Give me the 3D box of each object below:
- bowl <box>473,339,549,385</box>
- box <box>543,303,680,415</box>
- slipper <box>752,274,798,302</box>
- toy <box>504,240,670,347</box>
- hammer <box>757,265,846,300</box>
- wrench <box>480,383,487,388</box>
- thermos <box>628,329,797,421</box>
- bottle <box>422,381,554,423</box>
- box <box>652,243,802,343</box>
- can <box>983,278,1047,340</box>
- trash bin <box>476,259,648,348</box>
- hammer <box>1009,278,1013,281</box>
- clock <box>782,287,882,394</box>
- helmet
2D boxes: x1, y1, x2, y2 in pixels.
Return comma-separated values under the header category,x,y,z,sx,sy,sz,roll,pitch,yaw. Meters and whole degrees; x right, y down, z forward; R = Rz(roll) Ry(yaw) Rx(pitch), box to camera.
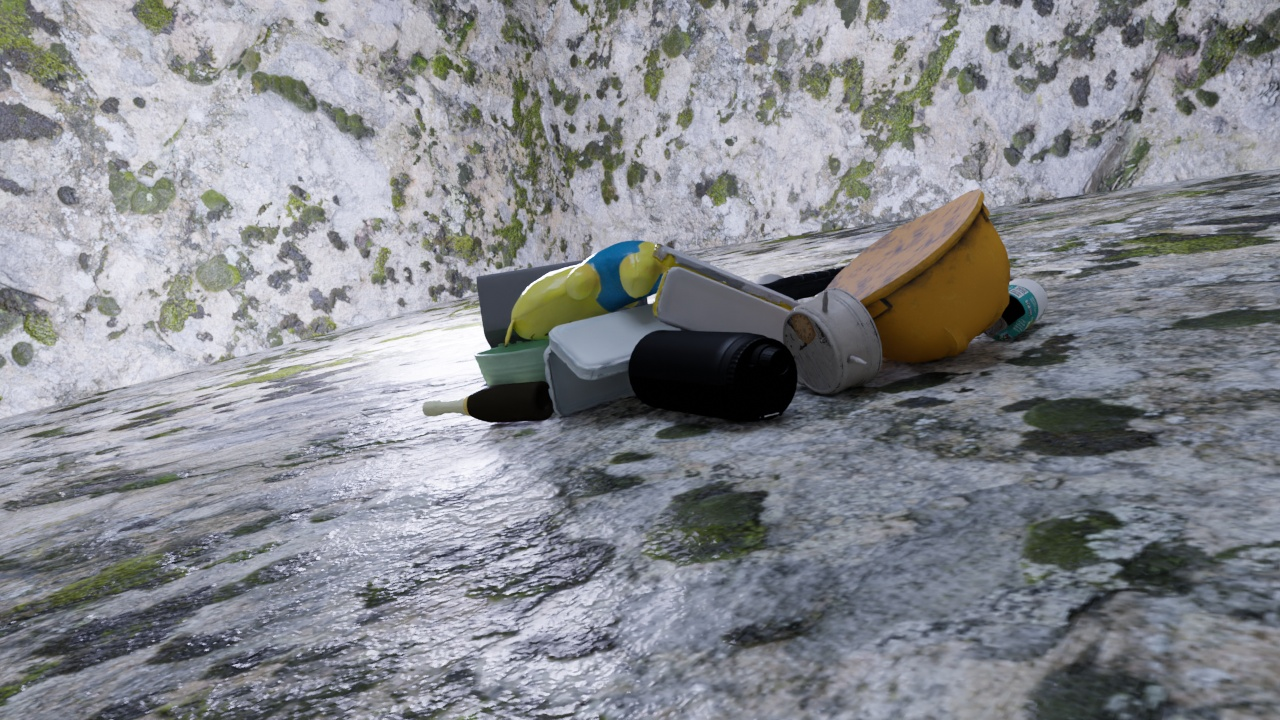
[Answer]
category,x,y,z,sx,sy,sz,roll,pitch,yaw
bowl,-0.130,0.014,1.159,0.151,0.077,0.151,-8,6,1
box,-0.006,0.008,1.071,0.214,0.127,0.106,-14,42,-29
slipper,0.196,-0.097,1.437,0.113,0.081,0.265,-5,11,17
toy,-0.061,-0.083,1.107,0.214,0.084,0.148,-20,-9,24
hammer,0.188,-0.096,1.291,0.332,0.118,0.025,-13,13,-16
wrench,-0.091,0.006,1.285,0.273,0.022,0.073,-16,1,-2
thermos,0.076,0.014,0.915,0.086,0.086,0.199,-17,11,-30
bottle,-0.190,0.053,1.105,0.185,0.045,0.045,-5,11,30
box,0.109,-0.065,1.033,0.209,0.117,0.057,20,-42,-24
can,0.422,-0.059,1.040,0.055,0.055,0.101,-3,13,40
trash bin,-0.106,-0.071,1.300,0.220,0.097,0.192,-9,-12,-3
hammer,0.409,-0.104,1.356,0.121,0.049,0.319,-15,12,-35
clock,0.181,-0.008,0.941,0.061,0.103,0.157,-22,-12,-21
helmet,0.310,-0.068,0.987,0.205,0.131,0.255,-41,4,-2
